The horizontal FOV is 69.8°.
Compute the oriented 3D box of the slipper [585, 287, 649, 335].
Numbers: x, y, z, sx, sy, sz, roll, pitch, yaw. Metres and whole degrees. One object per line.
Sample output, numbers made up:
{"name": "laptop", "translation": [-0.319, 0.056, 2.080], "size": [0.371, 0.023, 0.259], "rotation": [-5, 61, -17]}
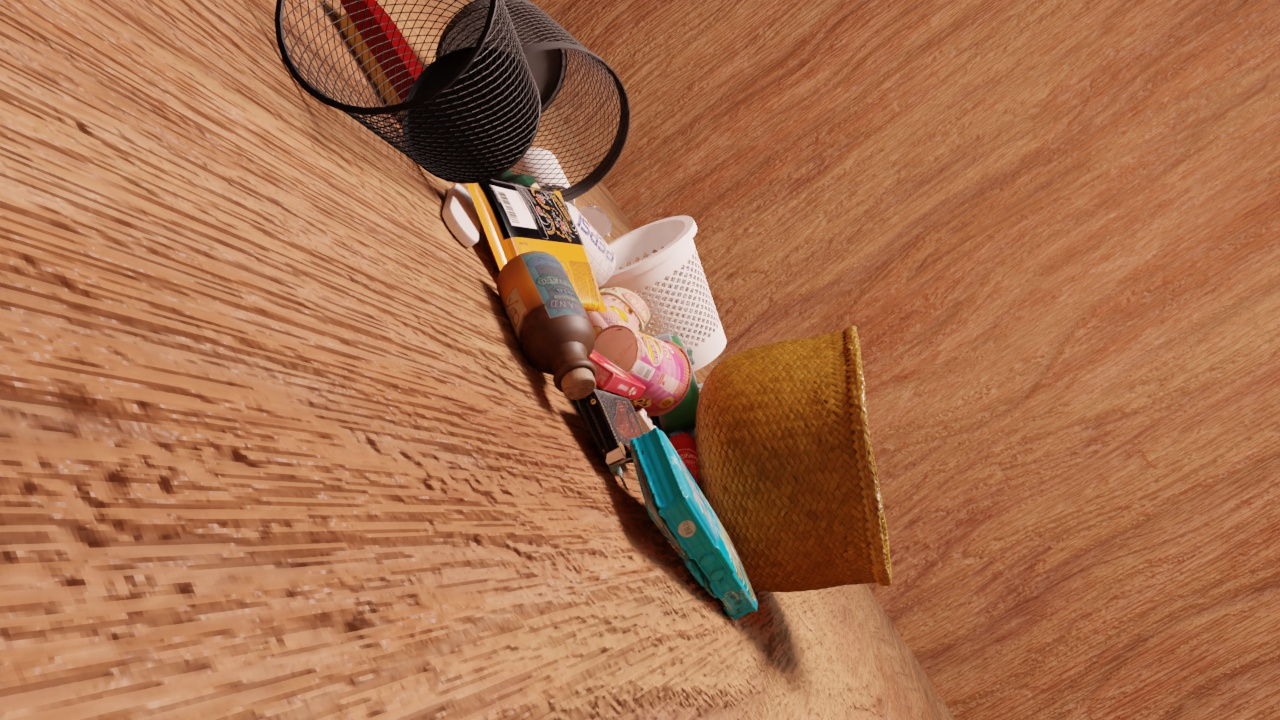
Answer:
{"name": "slipper", "translation": [-0.032, -0.061, 1.227], "size": [0.093, 0.081, 0.197], "rotation": [52, 6, -15]}

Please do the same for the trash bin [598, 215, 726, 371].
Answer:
{"name": "trash bin", "translation": [0.034, -0.089, 1.425], "size": [0.195, 0.195, 0.200], "rotation": [-104, 168, -68]}

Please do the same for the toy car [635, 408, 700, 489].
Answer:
{"name": "toy car", "translation": [0.017, 0.109, 0.989], "size": [0.113, 0.039, 0.039], "rotation": [54, 29, -4]}

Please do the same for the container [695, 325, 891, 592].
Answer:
{"name": "container", "translation": [0.184, 0.127, 1.088], "size": [0.306, 0.197, 0.307], "rotation": [-10, 89, -76]}

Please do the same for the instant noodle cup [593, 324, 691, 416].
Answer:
{"name": "instant noodle cup", "translation": [-0.006, 0.006, 1.083], "size": [0.108, 0.098, 0.097], "rotation": [31, 25, -56]}

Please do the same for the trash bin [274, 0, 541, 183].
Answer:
{"name": "trash bin", "translation": [-0.184, -0.263, 0.820], "size": [0.184, 0.184, 0.210], "rotation": [57, 2, 13]}

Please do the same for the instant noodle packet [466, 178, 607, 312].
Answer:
{"name": "instant noodle packet", "translation": [-0.110, -0.125, 1.013], "size": [0.220, 0.032, 0.160], "rotation": [-10, 78, -68]}

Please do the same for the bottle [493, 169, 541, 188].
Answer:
{"name": "bottle", "translation": [-0.146, -0.191, 1.135], "size": [0.131, 0.061, 0.061], "rotation": [55, 10, -1]}

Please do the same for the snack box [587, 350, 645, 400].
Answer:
{"name": "snack box", "translation": [-0.049, 0.005, 0.952], "size": [0.089, 0.021, 0.133], "rotation": [34, 2, 15]}

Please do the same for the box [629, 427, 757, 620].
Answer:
{"name": "box", "translation": [0.052, 0.163, 0.879], "size": [0.227, 0.041, 0.094], "rotation": [59, 7, -45]}

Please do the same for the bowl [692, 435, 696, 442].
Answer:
{"name": "bowl", "translation": [0.101, 0.141, 1.298], "size": [0.152, 0.050, 0.152], "rotation": [54, 8, -12]}

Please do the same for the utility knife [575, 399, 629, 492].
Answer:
{"name": "utility knife", "translation": [-0.038, 0.075, 0.877], "size": [0.022, 0.015, 0.126], "rotation": [44, 17, -58]}

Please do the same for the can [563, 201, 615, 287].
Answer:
{"name": "can", "translation": [-0.094, -0.155, 1.241], "size": [0.078, 0.078, 0.136], "rotation": [61, 9, 33]}

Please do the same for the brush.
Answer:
{"name": "brush", "translation": [-0.270, -0.321, 0.994], "size": [0.173, 0.042, 0.082], "rotation": [57, 8, 12]}

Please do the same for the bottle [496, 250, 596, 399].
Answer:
{"name": "bottle", "translation": [-0.080, -0.028, 0.841], "size": [0.068, 0.068, 0.156], "rotation": [46, 12, -50]}

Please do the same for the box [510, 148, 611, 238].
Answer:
{"name": "box", "translation": [-0.119, -0.240, 1.376], "size": [0.141, 0.084, 0.140], "rotation": [30, 25, -45]}

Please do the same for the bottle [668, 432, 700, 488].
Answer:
{"name": "bottle", "translation": [0.054, 0.129, 1.091], "size": [0.042, 0.042, 0.141], "rotation": [53, 8, -19]}

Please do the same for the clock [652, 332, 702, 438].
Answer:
{"name": "clock", "translation": [0.044, 0.042, 1.212], "size": [0.162, 0.075, 0.121], "rotation": [79, -7, -55]}

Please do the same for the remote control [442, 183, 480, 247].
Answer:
{"name": "remote control", "translation": [-0.180, -0.148, 0.931], "size": [0.043, 0.013, 0.136], "rotation": [52, 8, -24]}

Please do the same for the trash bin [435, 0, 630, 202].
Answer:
{"name": "trash bin", "translation": [-0.158, -0.361, 1.242], "size": [0.218, 0.218, 0.227], "rotation": [47, 8, -47]}

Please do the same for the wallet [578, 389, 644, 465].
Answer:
{"name": "wallet", "translation": [-0.023, 0.064, 0.876], "size": [0.072, 0.019, 0.123], "rotation": [67, 10, 10]}
